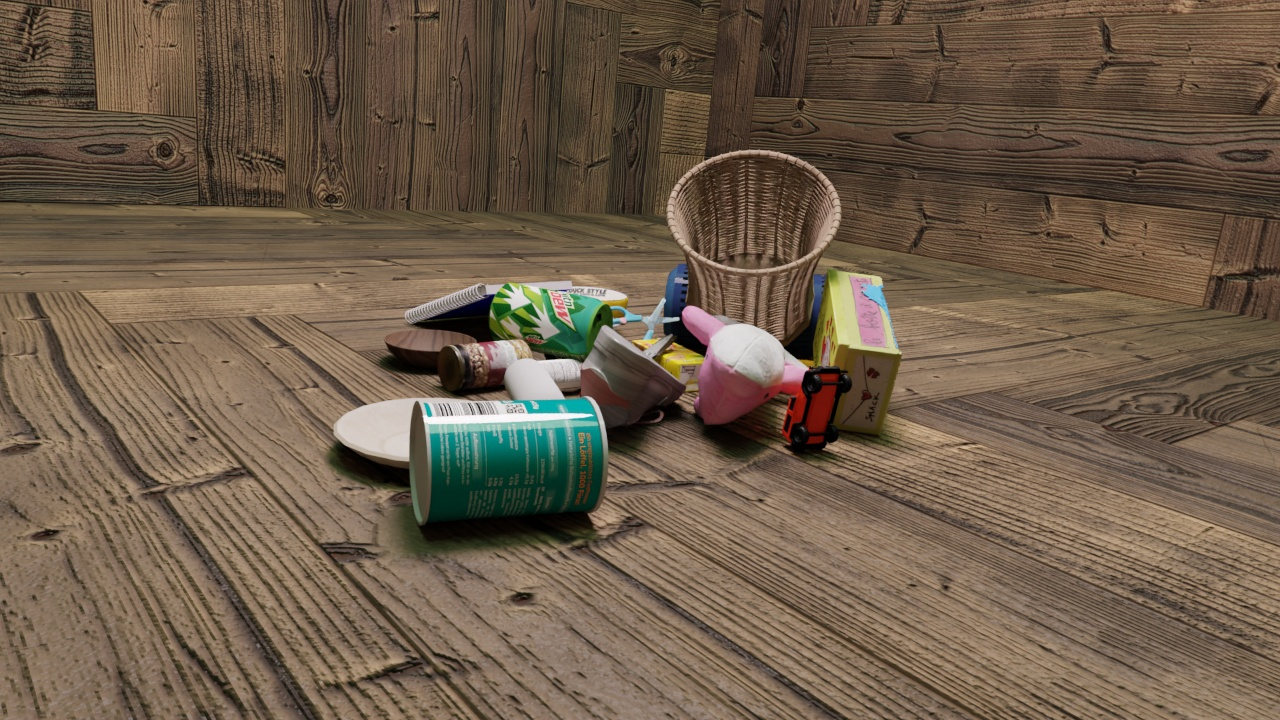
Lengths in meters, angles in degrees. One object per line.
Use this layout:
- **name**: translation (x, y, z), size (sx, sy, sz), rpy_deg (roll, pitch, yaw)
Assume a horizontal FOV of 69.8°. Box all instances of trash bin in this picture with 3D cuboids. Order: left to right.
- **trash bin**: translation (0.165, -0.079, 1.433), size (0.249, 0.139, 0.139), rpy_deg (5, 14, 7)

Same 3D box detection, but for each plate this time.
- **plate**: translation (-0.201, 0.076, 0.895), size (0.189, 0.027, 0.188), rpy_deg (5, 14, -1)

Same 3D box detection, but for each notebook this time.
- **notebook**: translation (-0.237, -0.091, 1.416), size (0.171, 0.022, 0.210), rpy_deg (-8, -3, -45)

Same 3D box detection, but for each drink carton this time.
- **drink carton**: translation (0.041, 0.003, 1.247), size (0.058, 0.043, 0.135), rpy_deg (-3, 16, -28)

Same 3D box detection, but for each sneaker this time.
- **sneaker**: translation (-0.017, 0.032, 1.040), size (0.099, 0.089, 0.236), rpy_deg (38, 1, 19)

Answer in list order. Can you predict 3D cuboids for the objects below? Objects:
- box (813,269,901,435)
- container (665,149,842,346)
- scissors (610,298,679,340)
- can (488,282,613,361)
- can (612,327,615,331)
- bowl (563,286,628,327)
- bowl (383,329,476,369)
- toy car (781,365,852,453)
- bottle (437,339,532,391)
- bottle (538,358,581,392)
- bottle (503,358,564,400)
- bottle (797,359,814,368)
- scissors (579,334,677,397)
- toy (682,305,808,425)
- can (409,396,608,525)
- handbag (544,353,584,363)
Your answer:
- **box**: translation (0.262, -0.016, 1.145), size (0.079, 0.125, 0.220), rpy_deg (7, 32, 2)
- **container**: translation (0.153, -0.141, 1.273), size (0.227, 0.196, 0.226), rpy_deg (-3, 54, 3)
- **scissors**: translation (0.011, -0.042, 1.337), size (0.139, 0.118, 0.015), rpy_deg (-7, -22, -31)
- **can**: translation (-0.115, -0.049, 1.183), size (0.144, 0.083, 0.082), rpy_deg (11, 15, 20)
- **can**: translation (-0.103, -0.054, 1.365), size (0.129, 0.072, 0.071), rpy_deg (17, 18, 39)
- **bowl**: translation (-0.080, -0.076, 1.468), size (0.117, 0.068, 0.117), rpy_deg (5, 14, -1)
- **bowl**: translation (-0.278, -0.012, 1.213), size (0.119, 0.032, 0.119), rpy_deg (5, 14, -1)
- **toy car**: translation (0.186, 0.050, 0.990), size (0.051, 0.100, 0.049), rpy_deg (0, 21, -30)
- **bottle**: translation (-0.190, 0.005, 1.128), size (0.105, 0.056, 0.056), rpy_deg (-7, 18, -41)
- **bottle**: translation (-0.103, 0.019, 1.133), size (0.115, 0.041, 0.041), rpy_deg (-4, 17, -34)
- **bottle**: translation (-0.109, 0.047, 0.993), size (0.052, 0.052, 0.195), rpy_deg (1, 15, -17)
- **bottle**: translation (0.215, 0.020, 1.240), size (0.143, 0.043, 0.043), rpy_deg (5, 14, 0)
- **scissors**: translation (-0.013, 0.007, 1.175), size (0.140, 0.015, 0.188), rpy_deg (-4, 26, 2)
- **toy**: translation (0.114, 0.018, 1.079), size (0.187, 0.128, 0.265), rpy_deg (33, 16, 10)
- **can**: translation (-0.111, 0.081, 0.759), size (0.143, 0.099, 0.099), rpy_deg (-1, 15, -22)
- **handbag**: translation (-0.068, -0.007, 1.253), size (0.079, 0.054, 0.128), rpy_deg (30, 24, 36)
